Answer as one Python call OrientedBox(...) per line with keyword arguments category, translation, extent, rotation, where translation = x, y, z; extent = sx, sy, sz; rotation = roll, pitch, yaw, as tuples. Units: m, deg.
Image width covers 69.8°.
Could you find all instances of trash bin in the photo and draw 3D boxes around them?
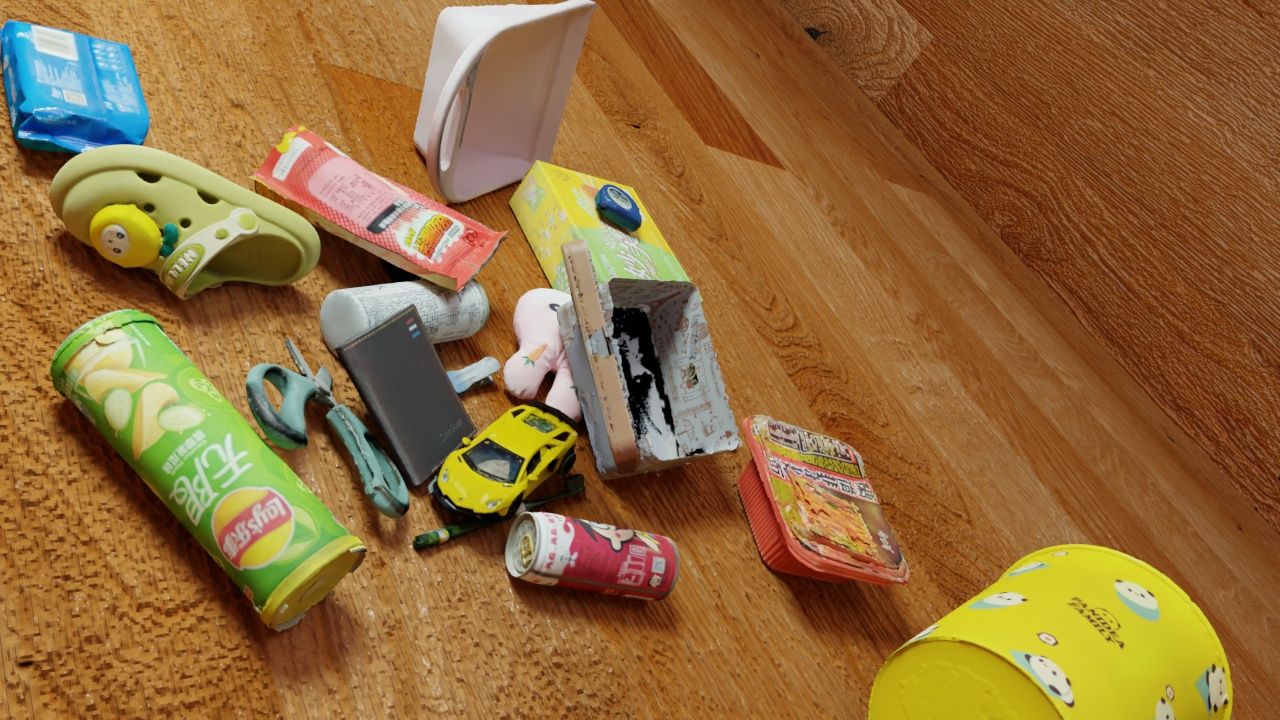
OrientedBox(category="trash bin", translation=(0.348, 0.298, 0.799), extent=(0.254, 0.230, 0.229), rotation=(-4, 52, -43))

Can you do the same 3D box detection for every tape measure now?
OrientedBox(category="tape measure", translation=(-0.204, -0.089, 0.877), extent=(0.066, 0.034, 0.065), rotation=(50, 34, 18))
OrientedBox(category="tape measure", translation=(-0.027, -0.175, 1.050), extent=(0.058, 0.025, 0.054), rotation=(28, 30, -27))

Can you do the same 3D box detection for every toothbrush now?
OrientedBox(category="toothbrush", translation=(-0.106, 0.118, 0.730), extent=(0.012, 0.017, 0.185), rotation=(12, 14, 35))

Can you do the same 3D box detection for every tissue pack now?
OrientedBox(category="tissue pack", translation=(-0.459, -0.214, 0.745), extent=(0.094, 0.052, 0.157), rotation=(2, 47, -43))

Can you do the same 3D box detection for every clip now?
OrientedBox(category="clip", translation=(-0.150, 0.015, 0.815), extent=(0.025, 0.030, 0.056), rotation=(49, 38, 18))

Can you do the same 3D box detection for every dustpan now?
OrientedBox(category="dustpan", translation=(-0.142, -0.279, 1.026), extent=(0.272, 0.223, 0.139), rotation=(-13, 45, -39))

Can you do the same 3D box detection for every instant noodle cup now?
OrientedBox(category="instant noodle cup", translation=(0.174, 0.153, 0.925), extent=(0.164, 0.079, 0.188), rotation=(19, 35, -30))

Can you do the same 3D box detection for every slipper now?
OrientedBox(category="slipper", translation=(-0.334, -0.092, 0.689), extent=(0.190, 0.092, 0.081), rotation=(18, 39, -38))

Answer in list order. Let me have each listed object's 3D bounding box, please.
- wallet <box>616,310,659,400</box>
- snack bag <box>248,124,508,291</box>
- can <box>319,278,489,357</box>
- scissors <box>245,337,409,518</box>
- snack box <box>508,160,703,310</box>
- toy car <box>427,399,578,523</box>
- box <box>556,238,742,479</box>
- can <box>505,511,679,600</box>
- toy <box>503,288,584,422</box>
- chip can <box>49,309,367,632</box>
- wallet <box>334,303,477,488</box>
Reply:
OrientedBox(category="wallet", translation=(0.019, -0.003, 0.977), extent=(0.097, 0.019, 0.120), rotation=(-8, 62, -30))
OrientedBox(category="snack bag", translation=(-0.233, -0.135, 0.830), extent=(0.208, 0.073, 0.128), rotation=(28, 30, 0))
OrientedBox(category="can", translation=(-0.200, -0.039, 0.792), extent=(0.058, 0.058, 0.146), rotation=(50, 32, 16))
OrientedBox(category="scissors", translation=(-0.229, 0.036, 0.641), extent=(0.172, 0.019, 0.179), rotation=(52, 3, 21))
OrientedBox(category="snack box", translation=(-0.042, -0.128, 1.068), extent=(0.157, 0.070, 0.210), rotation=(7, 43, -43))
OrientedBox(category="toy car", translation=(-0.104, 0.080, 0.740), extent=(0.071, 0.041, 0.155), rotation=(27, 29, 14))
OrientedBox(category="box", translation=(-0.013, 0.009, 0.809), extent=(0.273, 0.124, 0.178), rotation=(15, 59, -69))
OrientedBox(category="can", translation=(-0.037, 0.154, 0.720), extent=(0.132, 0.053, 0.053), rotation=(18, 37, -32))
OrientedBox(category="toy", translation=(-0.076, -0.007, 0.894), extent=(0.121, 0.054, 0.159), rotation=(33, 38, -16))
OrientedBox(category="chip can", translation=(-0.270, 0.063, 0.570), extent=(0.221, 0.073, 0.072), rotation=(44, 31, 8))
OrientedBox(category="wallet", translation=(-0.180, 0.026, 0.721), extent=(0.122, 0.020, 0.096), rotation=(65, 29, -12))
